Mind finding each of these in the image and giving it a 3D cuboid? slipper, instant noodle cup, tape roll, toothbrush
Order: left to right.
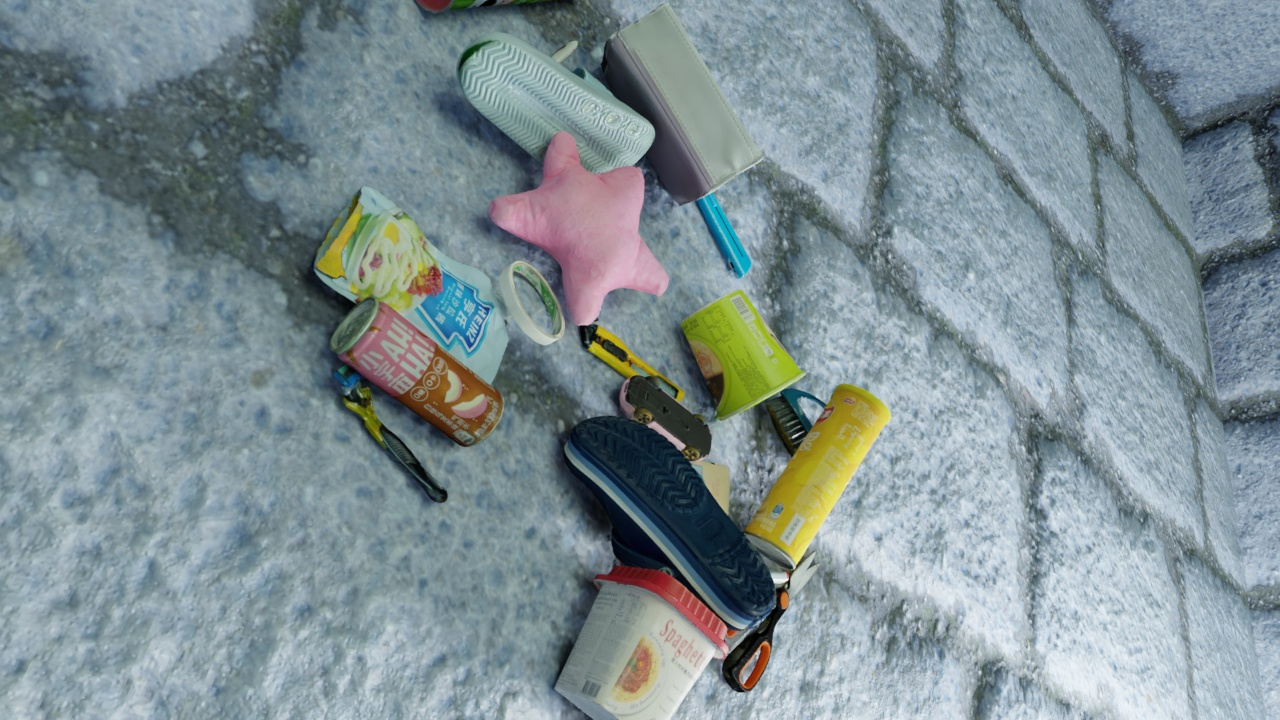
[{"bbox_3d":[-0.117,-0.306,0.987,0.017,0.016,0.187,44,49,-11],"label":"toothbrush"},{"bbox_3d":[-0.103,-0.055,0.883,0.086,0.014,0.085,49,24,-32],"label":"tape roll"},{"bbox_3d":[-0.088,-0.257,0.937,0.245,0.104,0.074,23,31,-47],"label":"slipper"},{"bbox_3d":[-0.004,0.265,0.824,0.116,0.117,0.124,47,61,-22],"label":"instant noodle cup"},{"bbox_3d":[0.022,0.160,0.887,0.253,0.095,0.104,45,27,8],"label":"slipper"},{"bbox_3d":[0.108,-0.011,1.038,0.111,0.112,0.123,-26,85,-46],"label":"instant noodle cup"}]

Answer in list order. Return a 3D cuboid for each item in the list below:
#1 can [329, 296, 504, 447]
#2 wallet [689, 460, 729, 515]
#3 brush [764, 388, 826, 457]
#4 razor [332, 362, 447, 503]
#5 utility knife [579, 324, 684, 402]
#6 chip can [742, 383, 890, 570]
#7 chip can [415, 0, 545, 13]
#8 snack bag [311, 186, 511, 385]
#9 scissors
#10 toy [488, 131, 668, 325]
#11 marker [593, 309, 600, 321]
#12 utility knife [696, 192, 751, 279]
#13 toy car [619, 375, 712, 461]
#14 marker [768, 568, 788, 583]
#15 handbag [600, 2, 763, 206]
[{"bbox_3d":[-0.182,0.012,0.764,0.147,0.058,0.057,42,50,-32],"label":"can"},{"bbox_3d":[0.047,0.144,0.974,0.115,0.024,0.087,18,61,-36],"label":"wallet"},{"bbox_3d":[0.211,0.094,1.111,0.144,0.073,0.055,59,2,-11],"label":"brush"},{"bbox_3d":[-0.207,0.064,0.757,0.143,0.022,0.042,55,10,-14],"label":"razor"},{"bbox_3d":[-0.006,0.006,0.978,0.156,0.015,0.033,35,56,-30],"label":"utility knife"},{"bbox_3d":[0.201,0.129,1.037,0.072,0.072,0.213,43,72,-24],"label":"chip can"},{"bbox_3d":[-0.133,-0.413,0.968,0.235,0.072,0.072,-30,97,-46],"label":"chip can"},{"bbox_3d":[-0.190,-0.059,0.809,0.191,0.039,0.110,40,45,-31],"label":"snack bag"},{"bbox_3d":[0.150,0.289,1.031,0.234,0.022,0.152,7,78,-50],"label":"scissors"},{"bbox_3d":[-0.042,-0.134,0.930,0.194,0.075,0.178,49,63,-17],"label":"toy"},{"bbox_3d":[-0.050,-0.103,0.974,0.022,0.018,0.130,22,60,-48],"label":"marker"},{"bbox_3d":[0.078,-0.206,1.138,0.034,0.018,0.225,-36,99,-45],"label":"utility knife"},{"bbox_3d":[0.025,0.064,0.968,0.122,0.037,0.056,38,44,-22],"label":"toy car"},{"bbox_3d":[0.101,0.229,0.983,0.145,0.017,0.017,11,67,-32],"label":"marker"},{"bbox_3d":[0.040,-0.281,1.037,0.098,0.145,0.197,-34,99,-12],"label":"handbag"}]
